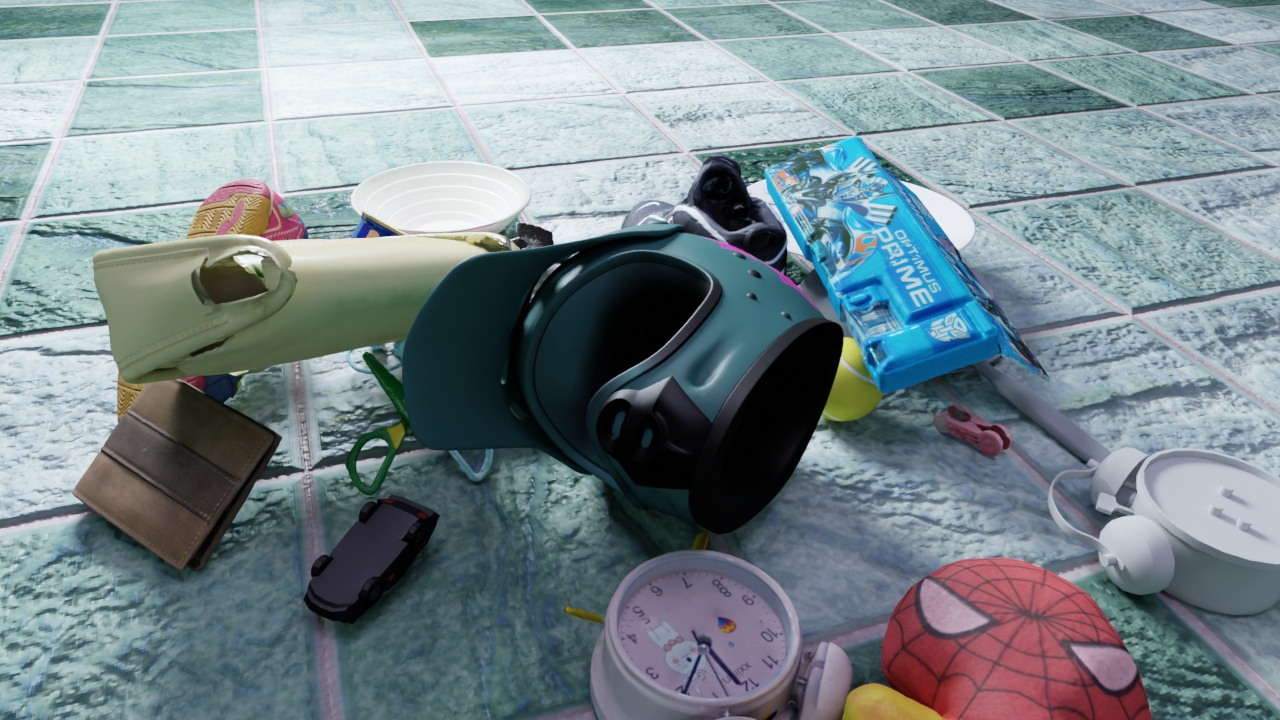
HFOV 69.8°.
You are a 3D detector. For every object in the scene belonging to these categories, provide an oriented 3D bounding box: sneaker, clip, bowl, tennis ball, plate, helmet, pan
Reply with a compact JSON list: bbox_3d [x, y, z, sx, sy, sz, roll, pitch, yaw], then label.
[{"bbox_3d":[-0.311,-0.024,0.706,0.116,0.091,0.241,-1,61,20],"label":"sneaker"},{"bbox_3d":[0.249,0.053,0.697,0.044,0.023,0.060,-13,35,-14],"label":"clip"},{"bbox_3d":[-0.198,-0.143,0.929,0.176,0.058,0.176,1,34,-1],"label":"bowl"},{"bbox_3d":[0.156,0.015,0.708,0.065,0.065,0.065,2,34,-1],"label":"tennis ball"},{"bbox_3d":[0.203,-0.129,0.890,0.229,0.030,0.229,1,32,-1],"label":"plate"},{"bbox_3d":[0.051,-0.121,0.828,0.097,0.151,0.252,-16,37,-24],"label":"sneaker"},{"bbox_3d":[-0.003,0.003,0.583,0.200,0.177,0.274,24,17,23],"label":"helmet"},{"bbox_3d":[0.273,-0.013,0.783,0.200,0.051,0.356,-15,35,-24],"label":"pan"}]

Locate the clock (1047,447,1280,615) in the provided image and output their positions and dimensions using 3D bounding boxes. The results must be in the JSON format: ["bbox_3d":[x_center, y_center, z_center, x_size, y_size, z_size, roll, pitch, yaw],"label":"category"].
[{"bbox_3d":[0.349,0.103,0.592,0.159,0.061,0.119,12,35,13],"label":"clock"}]

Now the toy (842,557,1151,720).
[{"bbox_3d":[0.169,0.182,0.431,0.147,0.099,0.215,25,40,13],"label":"toy"}]

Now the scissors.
[{"bbox_3d":[-0.153,0.044,0.648,0.130,0.011,0.125,26,69,-2],"label":"scissors"}]

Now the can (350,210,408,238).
[{"bbox_3d":[-0.193,-0.072,0.732,0.100,0.059,0.054,28,-1,27],"label":"can"}]

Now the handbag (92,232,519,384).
[{"bbox_3d":[-0.209,-0.039,0.598,0.191,0.088,0.232,-3,6,43],"label":"handbag"}]

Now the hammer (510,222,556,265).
[{"bbox_3d":[-0.236,-0.078,0.819,0.326,0.036,0.140,-9,3,-8],"label":"hammer"}]

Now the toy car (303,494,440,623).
[{"bbox_3d":[-0.162,0.122,0.556,0.042,0.036,0.091,18,47,19],"label":"toy car"}]

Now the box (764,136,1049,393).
[{"bbox_3d":[0.215,-0.087,0.730,0.170,0.070,0.243,-2,47,-20],"label":"box"}]

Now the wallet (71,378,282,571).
[{"bbox_3d":[-0.300,0.068,0.592,0.121,0.027,0.098,22,74,25],"label":"wallet"}]

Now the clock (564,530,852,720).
[{"bbox_3d":[0.043,0.166,0.480,0.116,0.059,0.158,-21,41,-31],"label":"clock"}]

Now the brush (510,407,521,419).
[{"bbox_3d":[-0.109,0.024,0.694,0.117,0.049,0.039,-8,53,-15],"label":"brush"}]

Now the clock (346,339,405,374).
[{"bbox_3d":[-0.191,-0.022,0.771,0.087,0.042,0.122,23,44,28],"label":"clock"}]
